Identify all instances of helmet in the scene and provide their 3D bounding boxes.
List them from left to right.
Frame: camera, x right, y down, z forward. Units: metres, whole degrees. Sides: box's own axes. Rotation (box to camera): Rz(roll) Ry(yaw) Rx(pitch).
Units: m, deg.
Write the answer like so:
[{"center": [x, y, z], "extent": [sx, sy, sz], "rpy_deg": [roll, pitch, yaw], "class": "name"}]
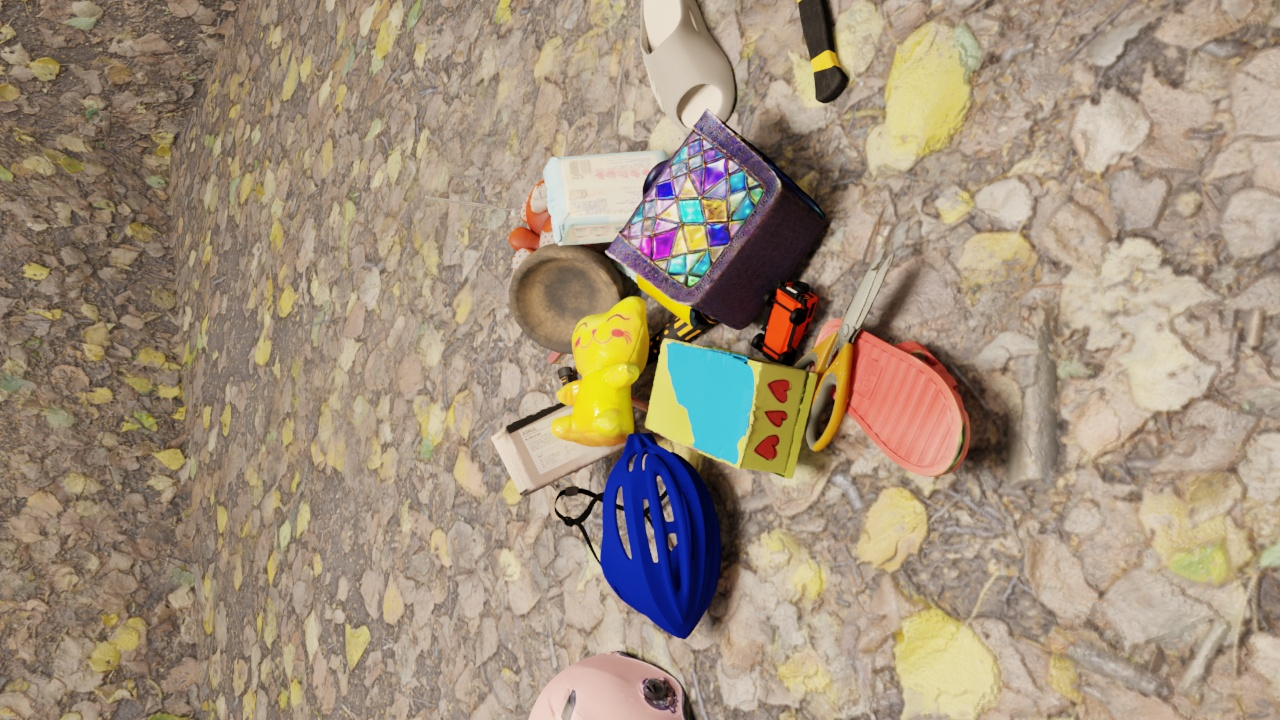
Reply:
[{"center": [-0.045, 0.489, 1.130], "extent": [0.255, 0.152, 0.230], "rpy_deg": [39, 109, 38], "class": "helmet"}, {"center": [-0.008, 0.211, 1.121], "extent": [0.228, 0.147, 0.241], "rpy_deg": [-11, 81, 44], "class": "helmet"}]

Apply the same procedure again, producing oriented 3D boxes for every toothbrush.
[{"center": [-0.254, -0.241, 1.448], "extent": [0.010, 0.181, 0.010], "rpy_deg": [-27, 67, 49], "class": "toothbrush"}, {"center": [-0.081, -0.056, 1.352], "extent": [0.185, 0.015, 0.015], "rpy_deg": [-47, 52, 29], "class": "toothbrush"}, {"center": [0.005, 0.060, 1.208], "extent": [0.135, 0.021, 0.016], "rpy_deg": [24, 98, 30], "class": "toothbrush"}]

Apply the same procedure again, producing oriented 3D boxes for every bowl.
[{"center": [-0.097, -0.094, 1.279], "extent": [0.163, 0.162, 0.070], "rpy_deg": [-49, 12, 32], "class": "bowl"}]

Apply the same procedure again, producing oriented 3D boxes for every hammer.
[{"center": [-0.007, 0.007, 1.243], "extent": [0.322, 0.036, 0.123], "rpy_deg": [-34, 65, 41], "class": "hammer"}, {"center": [0.194, -0.454, 1.092], "extent": [0.170, 0.034, 0.324], "rpy_deg": [-24, 68, 45], "class": "hammer"}]

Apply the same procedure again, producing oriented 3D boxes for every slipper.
[{"center": [0.039, -0.417, 1.221], "extent": [0.113, 0.080, 0.265], "rpy_deg": [-34, 60, 37], "class": "slipper"}, {"center": [0.256, 0.030, 0.922], "extent": [0.104, 0.059, 0.248], "rpy_deg": [-69, 27, 19], "class": "slipper"}]

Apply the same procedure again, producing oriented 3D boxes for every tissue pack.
[{"center": [-0.102, 0.110, 1.204], "extent": [0.071, 0.180, 0.104], "rpy_deg": [-32, 85, 45], "class": "tissue pack"}, {"center": [-0.034, -0.216, 1.222], "extent": [0.070, 0.182, 0.112], "rpy_deg": [104, 159, -66], "class": "tissue pack"}]

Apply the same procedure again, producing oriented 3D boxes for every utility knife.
[{"center": [0.014, -0.096, 1.194], "extent": [0.219, 0.019, 0.030], "rpy_deg": [38, 141, 47], "class": "utility knife"}]

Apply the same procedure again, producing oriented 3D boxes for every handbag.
[{"center": [0.077, -0.166, 1.078], "extent": [0.205, 0.125, 0.222], "rpy_deg": [-54, 51, 13], "class": "handbag"}]

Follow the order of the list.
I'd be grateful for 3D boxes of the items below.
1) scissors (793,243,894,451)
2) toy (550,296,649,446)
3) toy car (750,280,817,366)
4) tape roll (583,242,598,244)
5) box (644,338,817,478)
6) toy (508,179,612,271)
[{"center": [0.205, -0.021, 0.965], "extent": [0.134, 0.016, 0.228], "rpy_deg": [46, 121, 61], "class": "scissors"}, {"center": [-0.037, 0.019, 1.170], "extent": [0.135, 0.087, 0.193], "rpy_deg": [-22, 51, 42], "class": "toy"}, {"center": [0.166, -0.042, 1.041], "extent": [0.051, 0.048, 0.100], "rpy_deg": [39, 134, 35], "class": "toy car"}, {"center": [-0.071, -0.205, 1.291], "extent": [0.013, 0.093, 0.093], "rpy_deg": [83, 169, -62], "class": "tape roll"}, {"center": [0.098, 0.049, 1.047], "extent": [0.221, 0.081, 0.124], "rpy_deg": [13, 93, 61], "class": "box"}, {"center": [-0.119, -0.204, 1.354], "extent": [0.164, 0.093, 0.172], "rpy_deg": [-24, 60, 16], "class": "toy"}]
